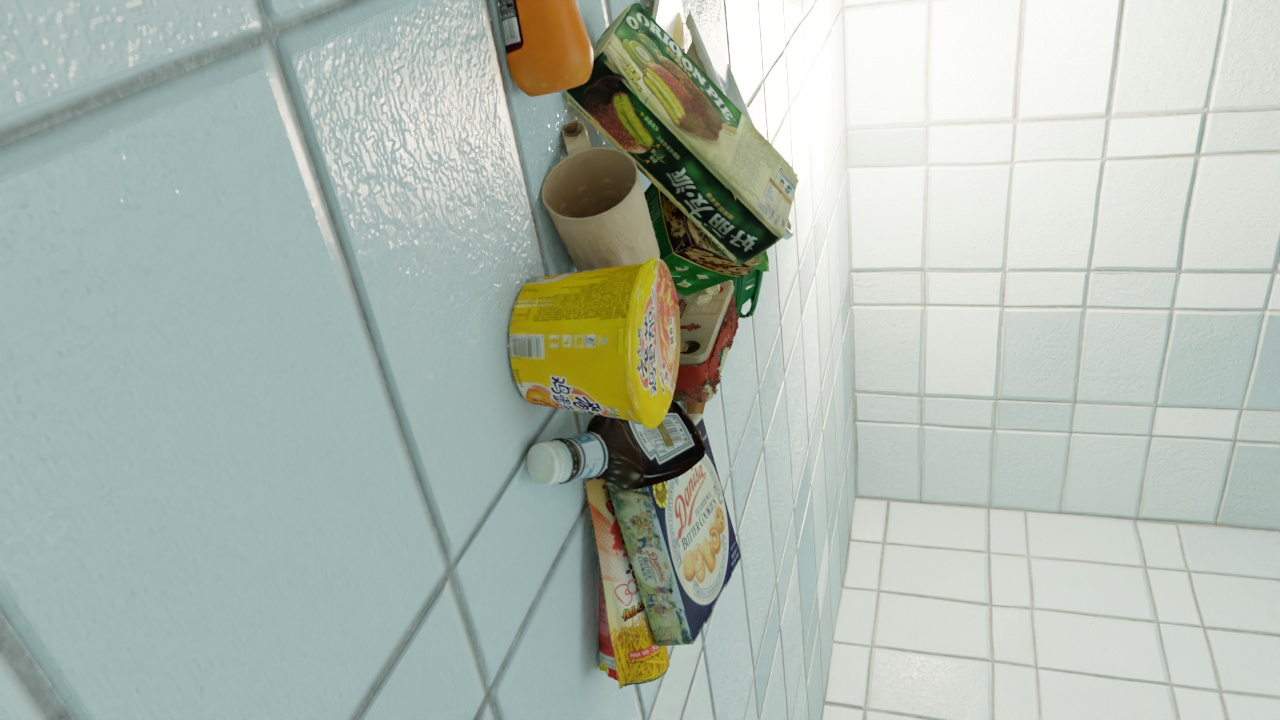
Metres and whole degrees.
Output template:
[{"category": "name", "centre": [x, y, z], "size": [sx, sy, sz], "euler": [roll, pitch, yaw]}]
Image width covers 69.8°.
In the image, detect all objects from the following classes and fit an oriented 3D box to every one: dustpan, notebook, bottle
[{"category": "dustpan", "centre": [0.143, -0.293, 1.211], "size": [0.222, 0.143, 0.258], "euler": [-1, 98, -72]}, {"category": "notebook", "centre": [0.029, -0.354, 1.047], "size": [0.146, 0.010, 0.205], "euler": [72, 24, -60]}, {"category": "bottle", "centre": [-0.080, -0.278, 0.687], "size": [0.066, 0.067, 0.149], "euler": [-54, 134, -59]}, {"category": "bottle", "centre": [-0.021, 0.079, 0.828], "size": [0.194, 0.044, 0.080], "euler": [-6, 59, -50]}]

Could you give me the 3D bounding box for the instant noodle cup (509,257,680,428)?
[{"category": "instant noodle cup", "centre": [-0.037, -0.015, 0.759], "size": [0.138, 0.110, 0.138], "euler": [2, 89, -71]}]

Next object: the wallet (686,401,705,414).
[{"category": "wallet", "centre": [0.082, -0.004, 1.211], "size": [0.131, 0.035, 0.118], "euler": [91, 13, -53]}]

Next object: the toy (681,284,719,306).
[{"category": "toy", "centre": [0.057, -0.130, 1.056], "size": [0.105, 0.066, 0.157], "euler": [112, -26, -47]}]

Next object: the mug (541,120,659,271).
[{"category": "mug", "centre": [-0.037, -0.136, 0.818], "size": [0.104, 0.084, 0.124], "euler": [68, 3, -53]}]

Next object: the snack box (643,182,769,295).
[{"category": "snack box", "centre": [0.051, -0.131, 0.953], "size": [0.117, 0.106, 0.118], "euler": [13, 58, -40]}]

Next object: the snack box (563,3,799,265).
[{"category": "snack box", "centre": [0.046, -0.211, 0.866], "size": [0.240, 0.063, 0.114], "euler": [41, 42, -20]}]

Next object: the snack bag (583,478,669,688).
[{"category": "snack bag", "centre": [-0.016, 0.216, 0.942], "size": [0.128, 0.073, 0.208], "euler": [-4, 88, -71]}]

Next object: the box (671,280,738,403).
[{"category": "box", "centre": [0.062, -0.019, 1.082], "size": [0.167, 0.091, 0.081], "euler": [-65, 148, -49]}]

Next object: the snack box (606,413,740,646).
[{"category": "snack box", "centre": [0.041, 0.172, 0.960], "size": [0.177, 0.046, 0.182], "euler": [-39, 116, -62]}]

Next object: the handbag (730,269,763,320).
[{"category": "handbag", "centre": [0.138, -0.112, 1.334], "size": [0.131, 0.068, 0.120], "euler": [-36, 127, -66]}]
